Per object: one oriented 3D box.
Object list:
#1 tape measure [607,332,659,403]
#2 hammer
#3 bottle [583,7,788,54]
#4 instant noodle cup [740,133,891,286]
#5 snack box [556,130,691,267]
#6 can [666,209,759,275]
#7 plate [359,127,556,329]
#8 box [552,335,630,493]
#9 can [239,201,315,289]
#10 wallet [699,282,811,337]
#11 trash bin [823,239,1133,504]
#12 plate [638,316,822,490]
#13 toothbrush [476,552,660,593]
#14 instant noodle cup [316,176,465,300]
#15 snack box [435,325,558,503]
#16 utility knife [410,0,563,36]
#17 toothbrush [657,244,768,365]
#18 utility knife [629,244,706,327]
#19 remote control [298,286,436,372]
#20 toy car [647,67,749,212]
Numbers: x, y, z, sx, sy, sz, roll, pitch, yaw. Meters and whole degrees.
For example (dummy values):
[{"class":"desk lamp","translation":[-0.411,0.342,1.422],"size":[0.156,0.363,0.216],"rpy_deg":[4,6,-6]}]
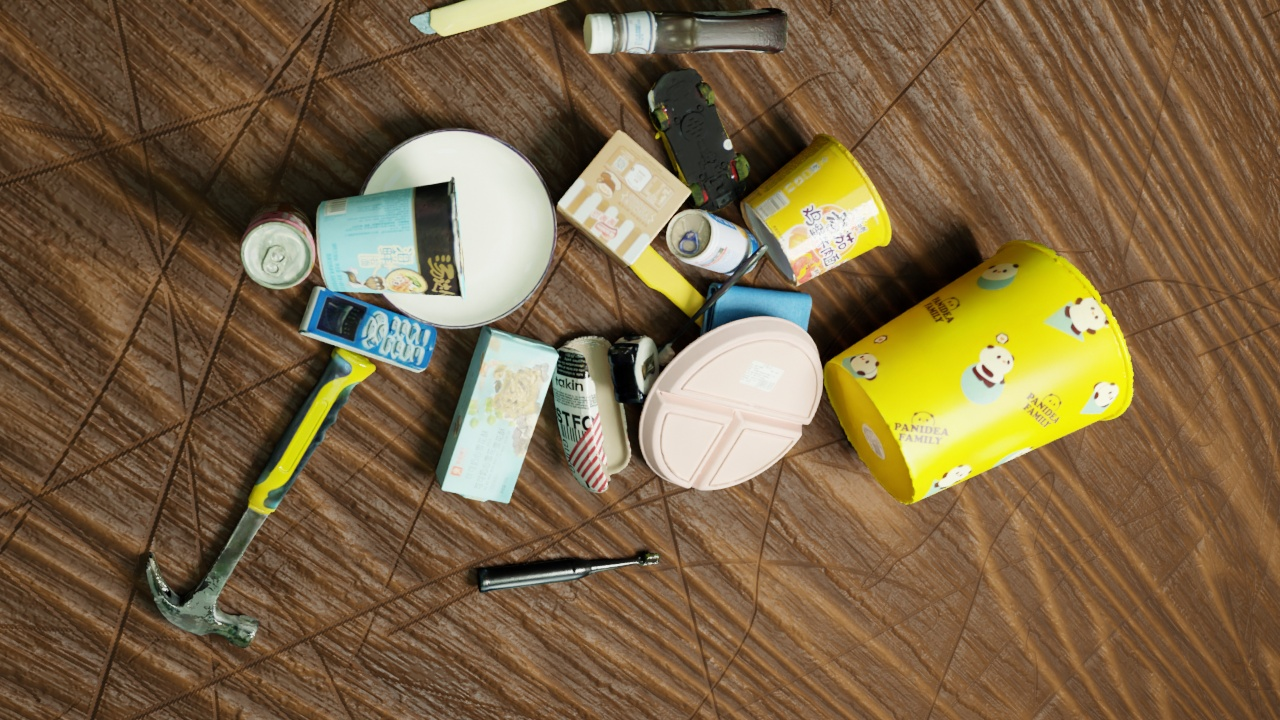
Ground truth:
[{"class":"tape measure","translation":[-0.006,0.006,0.977],"size":[0.034,0.065,0.066],"rpy_deg":[2,116,24]},{"class":"hammer","translation":[-0.368,0.128,0.905],"size":[0.126,0.032,0.323],"rpy_deg":[31,94,-25]},{"class":"bottle","translation":[0.043,-0.320,0.894],"size":[0.194,0.080,0.044],"rpy_deg":[-7,113,-16]},{"class":"instant noodle cup","translation":[0.179,-0.151,0.967],"size":[0.110,0.138,0.138],"rpy_deg":[-34,113,1]},{"class":"snack box","translation":[-0.019,-0.157,0.909],"size":[0.093,0.077,0.094],"rpy_deg":[39,89,-8]},{"class":"can","translation":[0.076,-0.119,0.936],"size":[0.134,0.053,0.053],"rpy_deg":[3,109,-64]},{"class":"plate","translation":[-0.179,-0.128,0.894],"size":[0.192,0.039,0.192],"rpy_deg":[-5,107,-18]},{"class":"box","translation":[-0.048,0.054,0.982],"size":[0.087,0.076,0.163],"rpy_deg":[-27,113,-40]},{"class":"can","translation":[-0.313,-0.102,0.795],"size":[0.057,0.147,0.058],"rpy_deg":[-5,107,-18]},{"class":"wallet","translation":[0.128,-0.028,1.024],"size":[0.133,0.040,0.106],"rpy_deg":[4,100,-29]},{"class":"trash bin","translation":[0.365,0.022,1.035],"size":[0.255,0.229,0.230],"rpy_deg":[-28,112,-5]},{"class":"plate","translation":[0.106,0.056,1.012],"size":[0.229,0.028,0.230],"rpy_deg":[-15,128,-19]},{"class":"toothbrush","translation":[-0.077,0.237,1.040],"size":[0.212,0.026,0.027],"rpy_deg":[-3,145,-18]},{"class":"instant noodle cup","translation":[-0.220,-0.103,0.814],"size":[0.120,0.111,0.111],"rpy_deg":[-5,107,-9]},{"class":"snack box","translation":[-0.150,0.057,0.950],"size":[0.074,0.051,0.175],"rpy_deg":[15,99,-23]},{"class":"utility knife","translation":[-0.133,-0.336,0.862],"size":[0.167,0.018,0.031],"rpy_deg":[-22,107,-14]},{"class":"toothbrush","translation":[0.074,-0.058,0.973],"size":[0.181,0.018,0.015],"rpy_deg":[-47,155,26]},{"class":"utility knife","translation":[0.055,-0.061,1.007],"size":[0.209,0.015,0.033],"rpy_deg":[41,91,-28]},{"class":"remote control","translation":[-0.264,-0.028,0.895],"size":[0.125,0.024,0.049],"rpy_deg":[21,71,-24]},{"class":"toy car","translation":[0.058,-0.226,0.947],"size":[0.071,0.041,0.156],"rpy_deg":[-32,115,-8]}]
